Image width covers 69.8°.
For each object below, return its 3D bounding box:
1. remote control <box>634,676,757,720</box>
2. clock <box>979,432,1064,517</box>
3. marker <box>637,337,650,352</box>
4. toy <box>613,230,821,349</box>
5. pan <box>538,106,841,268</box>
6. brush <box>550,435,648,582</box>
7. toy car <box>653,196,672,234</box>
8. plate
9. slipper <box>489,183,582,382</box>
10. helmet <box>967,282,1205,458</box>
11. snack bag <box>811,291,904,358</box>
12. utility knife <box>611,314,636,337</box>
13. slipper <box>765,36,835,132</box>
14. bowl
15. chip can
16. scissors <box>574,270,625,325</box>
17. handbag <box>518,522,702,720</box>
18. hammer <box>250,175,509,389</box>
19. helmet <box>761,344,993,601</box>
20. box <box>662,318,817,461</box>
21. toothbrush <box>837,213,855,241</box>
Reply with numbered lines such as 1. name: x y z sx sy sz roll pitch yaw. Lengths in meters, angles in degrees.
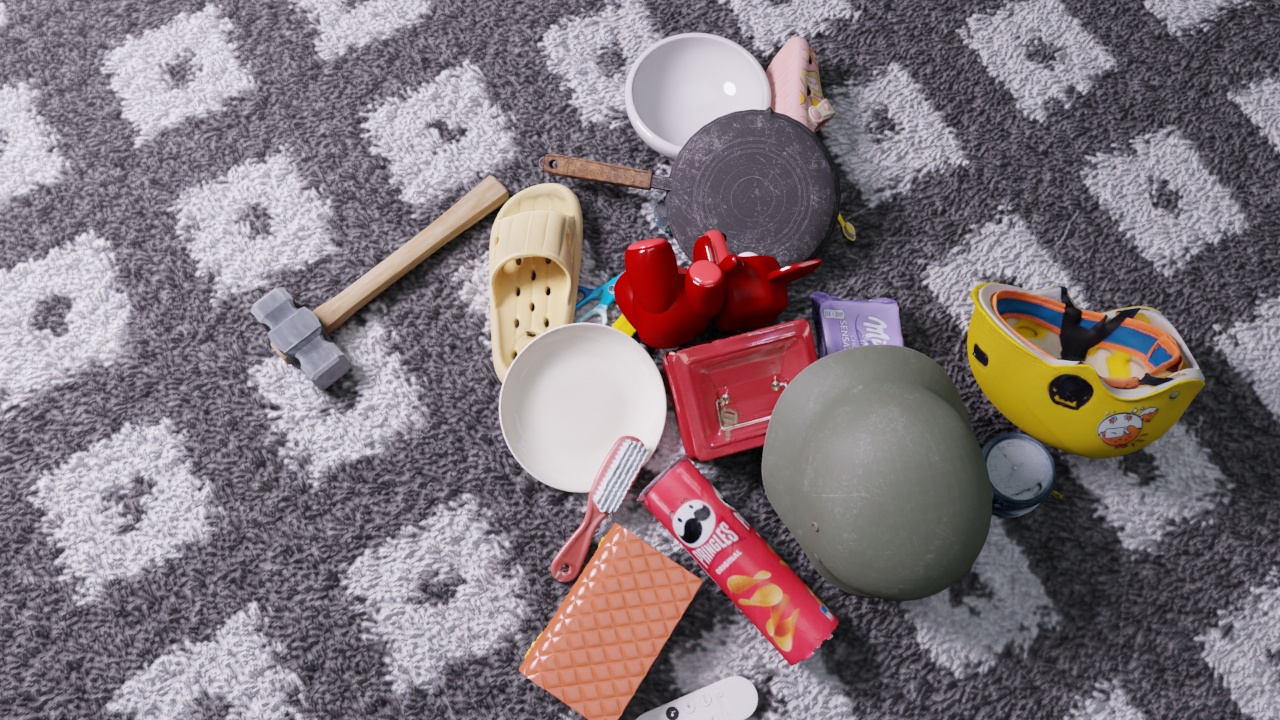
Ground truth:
1. remote control: 0.054 0.359 0.924 0.136 0.013 0.043 -20 72 -8
2. clock: 0.386 0.124 0.995 0.129 0.052 0.090 -4 71 2
3. marker: -0.006 0.006 1.046 0.022 0.016 0.138 31 72 -14
4. toy: 0.077 -0.079 0.992 0.197 0.159 0.120 -8 75 -10
5. pan: 0.053 -0.200 1.060 0.357 0.040 0.208 10 100 4
6. brush: -0.042 0.158 0.967 0.041 0.030 0.172 31 83 -12
7. toy car: 0.069 -0.182 1.103 0.105 0.032 0.048 -16 73 7
8. plate: -0.063 0.051 0.996 0.182 0.034 0.182 0 90 -14
9. slipper: -0.128 -0.095 1.040 0.111 0.079 0.261 -3 72 11
10. helmet: 0.448 0.019 0.974 0.240 0.140 0.208 15 30 8
11. snack bag: 0.246 0.020 1.024 0.096 0.058 0.205 0 68 -4
12. utility knife: -0.013 -0.041 1.061 0.030 0.017 0.155 37 75 6
13. slipper: 0.194 -0.299 1.126 0.081 0.093 0.197 15 66 -23
14. bowl: 0.069 -0.311 1.129 0.176 0.066 0.176 0 71 -1
15. chip can: 0.100 0.206 0.948 0.073 0.073 0.233 -40 77 -14
16. scissors: -0.041 -0.085 1.078 0.140 0.015 0.083 -42 74 -11
17. handbag: -0.030 0.267 0.929 0.109 0.060 0.171 33 76 4
18. hammer: -0.285 -0.108 1.065 0.322 0.051 0.117 -41 76 -16
19. helmet: 0.247 0.134 0.895 0.227 0.153 0.268 -10 107 -2
20. box: 0.111 0.035 1.004 0.157 0.123 0.136 -12 89 -9
21. toothbrush: 0.226 -0.203 1.121 0.021 0.016 0.135 -27 74 -6
